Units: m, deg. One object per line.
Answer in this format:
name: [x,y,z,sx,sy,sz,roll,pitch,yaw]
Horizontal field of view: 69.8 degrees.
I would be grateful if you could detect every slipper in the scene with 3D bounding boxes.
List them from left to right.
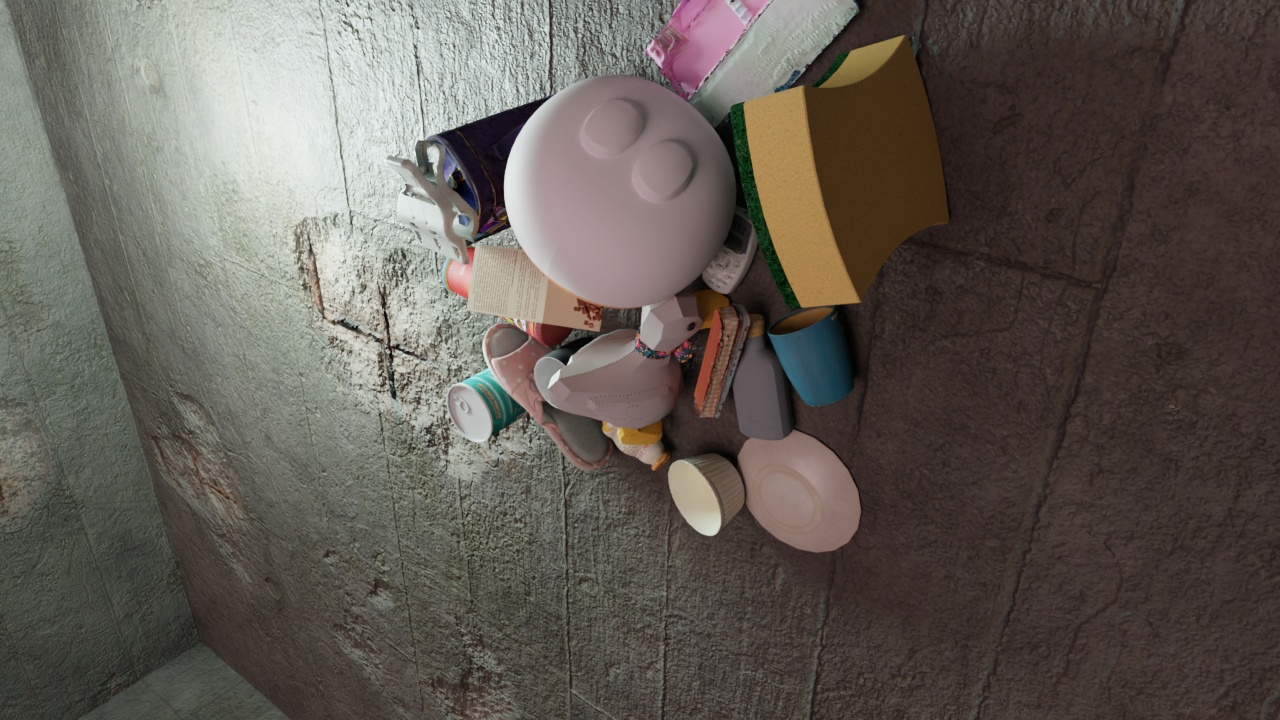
slipper: [-0.136,0.050,1.408,0.274,0.113,0.055,50,140,-1]

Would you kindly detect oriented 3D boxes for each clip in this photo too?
clip: [-0.256,-0.199,1.139,0.125,0.081,0.148,21,131,42]

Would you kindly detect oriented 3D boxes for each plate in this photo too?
plate: [0.204,0.182,1.235,0.189,0.027,0.189,21,125,32]

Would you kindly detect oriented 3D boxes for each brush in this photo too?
brush: [0.200,-0.183,0.879,0.075,0.249,0.195,-3,114,42]

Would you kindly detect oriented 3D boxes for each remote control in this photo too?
remote control: [0.111,-0.137,1.142,0.060,0.028,0.115,36,132,21]

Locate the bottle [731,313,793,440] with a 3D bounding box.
bottle: [0.152,0.021,1.180,0.072,0.046,0.161,6,116,39]

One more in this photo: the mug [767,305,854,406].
mug: [0.204,-0.006,1.106,0.104,0.084,0.112,65,164,-15]

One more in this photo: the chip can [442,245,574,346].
chip can: [-0.199,-0.102,1.395,0.213,0.086,0.087,28,128,29]

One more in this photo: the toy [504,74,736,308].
toy: [-0.023,-0.191,1.080,0.263,0.265,0.281,40,165,2]

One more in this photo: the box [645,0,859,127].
box: [0.118,-0.363,1.007,0.159,0.035,0.231,53,136,5]

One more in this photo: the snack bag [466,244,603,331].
snack bag: [-0.133,-0.100,1.261,0.207,0.069,0.094,10,94,32]

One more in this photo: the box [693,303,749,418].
box: [0.095,0.005,1.172,0.058,0.053,0.187,34,137,24]

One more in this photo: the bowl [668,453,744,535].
bowl: [0.098,0.181,1.290,0.115,0.062,0.115,39,141,40]

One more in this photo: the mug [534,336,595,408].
mug: [-0.085,0.007,1.346,0.085,0.094,0.122,54,136,4]

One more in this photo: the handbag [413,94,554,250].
handbag: [-0.182,-0.257,1.218,0.223,0.204,0.125,-29,92,53]

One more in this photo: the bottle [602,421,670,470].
bottle: [-0.005,0.114,1.359,0.108,0.063,0.063,45,135,11]

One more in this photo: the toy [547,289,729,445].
toy: [-0.007,0.007,1.222,0.268,0.246,0.140,102,146,-56]

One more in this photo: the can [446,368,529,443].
can: [-0.220,0.055,1.456,0.099,0.143,0.099,21,125,32]
